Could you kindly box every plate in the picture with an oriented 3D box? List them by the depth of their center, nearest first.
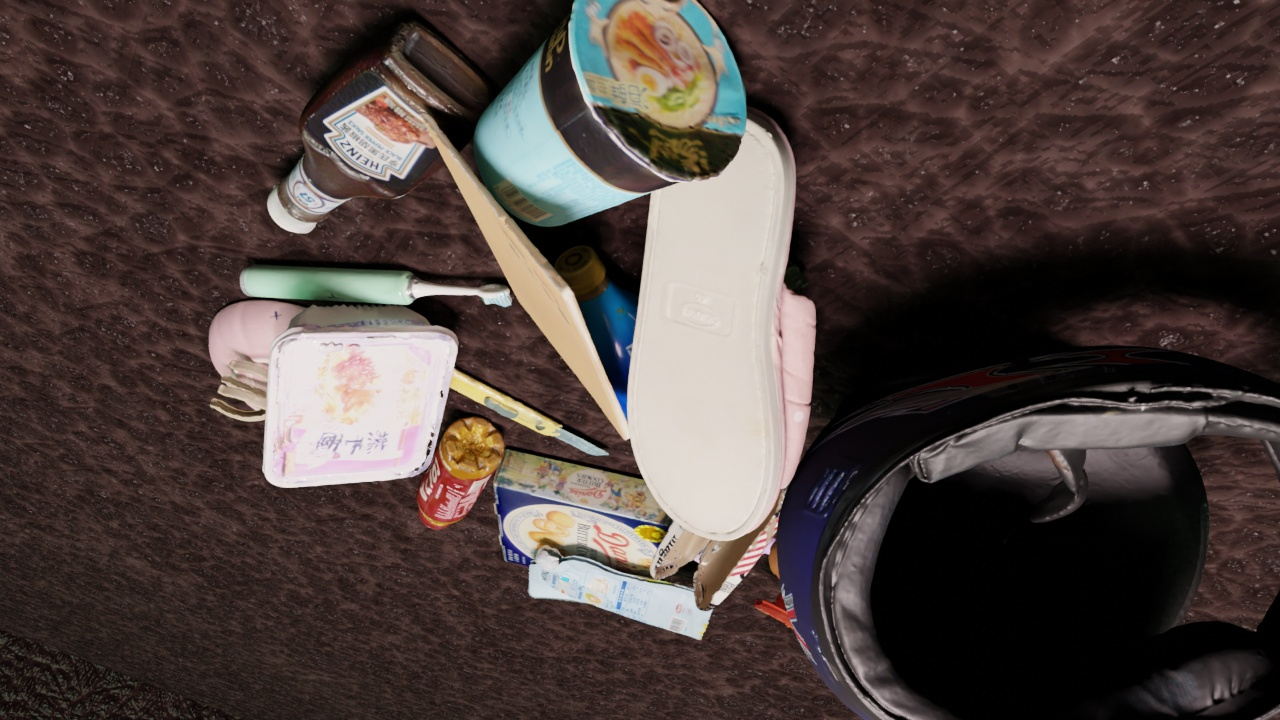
[{"bbox_3d":[-0.300,0.022,0.827,0.192,0.038,0.193,10,144,7],"label":"plate"}]

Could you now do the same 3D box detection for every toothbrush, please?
[{"bbox_3d":[-0.203,-0.057,0.697,0.225,0.026,0.027,4,141,15],"label":"toothbrush"}]

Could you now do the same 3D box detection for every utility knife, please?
[{"bbox_3d":[-0.114,0.040,0.807,0.198,0.021,0.031,25,148,-20],"label":"utility knife"}]

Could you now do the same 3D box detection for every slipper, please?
[{"bbox_3d":[0.050,-0.016,0.560,0.114,0.054,0.275,11,114,27],"label":"slipper"}]

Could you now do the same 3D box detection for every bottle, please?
[{"bbox_3d":[-0.175,-0.132,0.571,0.080,0.043,0.195,36,140,-30],"label":"bottle"},{"bbox_3d":[-0.004,0.004,0.669,0.065,0.065,0.219,-4,140,25],"label":"bottle"},{"bbox_3d":[-0.181,0.116,0.892,0.057,0.057,0.175,23,143,-11],"label":"bottle"}]

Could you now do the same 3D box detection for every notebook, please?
[{"bbox_3d":[-0.063,-0.041,0.561,0.148,0.008,0.208,51,171,25],"label":"notebook"}]

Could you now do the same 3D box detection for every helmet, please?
[{"bbox_3d":[0.245,0.108,0.573,0.316,0.247,0.240,-19,178,16],"label":"helmet"}]

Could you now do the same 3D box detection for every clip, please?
[{"bbox_3d":[-0.309,0.032,0.781,0.104,0.034,0.082,18,145,-10],"label":"clip"}]

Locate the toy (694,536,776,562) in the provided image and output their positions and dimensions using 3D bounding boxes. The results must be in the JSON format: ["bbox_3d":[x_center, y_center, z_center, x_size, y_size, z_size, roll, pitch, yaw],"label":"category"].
[{"bbox_3d":[0.086,0.173,0.882,0.084,0.038,0.108,46,137,-8],"label":"toy"}]

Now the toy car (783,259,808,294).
[{"bbox_3d":[0.065,-0.039,0.604,0.091,0.043,0.036,-28,92,35],"label":"toy car"}]

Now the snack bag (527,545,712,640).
[{"bbox_3d":[-0.023,0.236,0.935,0.191,0.038,0.110,14,151,4],"label":"snack bag"}]

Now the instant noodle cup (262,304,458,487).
[{"bbox_3d":[-0.229,0.023,0.736,0.137,0.060,0.174,-2,136,-27],"label":"instant noodle cup"}]

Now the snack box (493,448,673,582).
[{"bbox_3d":[-0.052,0.169,0.926,0.182,0.045,0.178,13,145,5],"label":"snack box"}]

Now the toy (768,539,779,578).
[{"bbox_3d":[0.203,0.190,0.745,0.199,0.139,0.131,34,120,21],"label":"toy"}]

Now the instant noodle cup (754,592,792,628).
[{"bbox_3d":[0.217,0.251,0.876,0.188,0.079,0.165,24,169,-13],"label":"instant noodle cup"}]

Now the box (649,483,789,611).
[{"bbox_3d":[0.062,0.145,0.807,0.087,0.076,0.163,21,125,-9],"label":"box"}]

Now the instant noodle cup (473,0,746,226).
[{"bbox_3d":[-0.025,-0.126,0.482,0.111,0.111,0.121,37,148,-27],"label":"instant noodle cup"}]
